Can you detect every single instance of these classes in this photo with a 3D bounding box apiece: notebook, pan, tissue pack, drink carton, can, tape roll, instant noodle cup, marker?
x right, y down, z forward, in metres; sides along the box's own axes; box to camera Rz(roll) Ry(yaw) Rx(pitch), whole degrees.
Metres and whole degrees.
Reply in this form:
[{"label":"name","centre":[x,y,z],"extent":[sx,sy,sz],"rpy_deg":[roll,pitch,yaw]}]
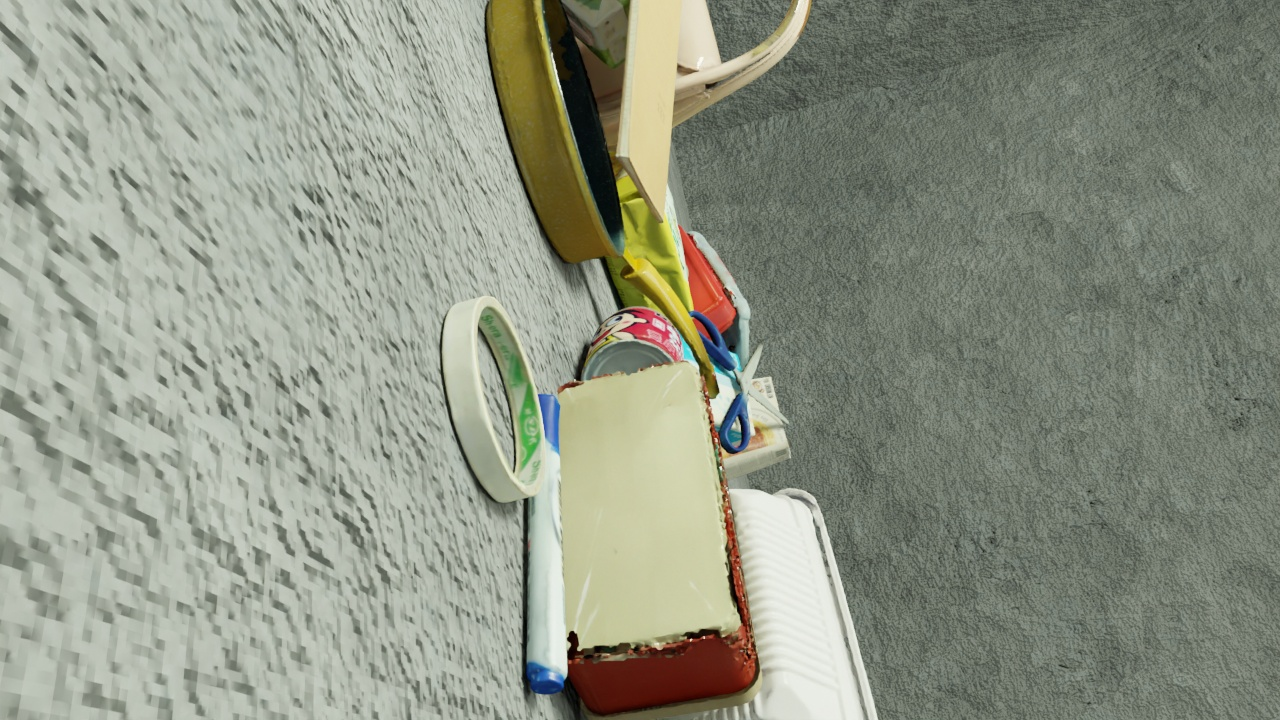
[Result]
[{"label":"notebook","centre":[0.010,-0.224,0.672],"extent":[0.149,0.012,0.211],"rpy_deg":[34,59,-76]},{"label":"pan","centre":[-0.016,-0.105,0.685],"extent":[0.197,0.078,0.358],"rpy_deg":[-92,166,-56]},{"label":"tissue pack","centre":[0.045,0.029,0.841],"extent":[0.140,0.063,0.090],"rpy_deg":[18,55,-49]},{"label":"drink carton","centre":[-0.052,-0.286,0.718],"extent":[0.122,0.045,0.053],"rpy_deg":[49,-3,23]},{"label":"can","centre":[-0.004,0.004,0.621],"extent":[0.093,0.066,0.066],"rpy_deg":[-81,156,-72]},{"label":"tape roll","centre":[-0.059,0.016,0.381],"extent":[0.085,0.014,0.086],"rpy_deg":[-13,89,-83]},{"label":"instant noodle cup","centre":[0.037,0.145,0.478],"extent":[0.060,0.138,0.173],"rpy_deg":[43,26,-35]},{"label":"marker","centre":[-0.041,0.073,0.398],"extent":[0.017,0.017,0.145],"rpy_deg":[69,10,-45]},{"label":"instant noodle cup","centre":[0.085,0.074,0.946],"extent":[0.116,0.124,0.116],"rpy_deg":[55,22,-72]}]

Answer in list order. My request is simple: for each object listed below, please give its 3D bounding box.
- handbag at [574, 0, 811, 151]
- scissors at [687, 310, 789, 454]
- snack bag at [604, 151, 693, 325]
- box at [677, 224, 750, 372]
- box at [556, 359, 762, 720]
[{"label":"handbag","centre":[0.030,-0.302,0.791],"extent":[0.093,0.234,0.193],"rpy_deg":[34,43,-78]},{"label":"scissors","centre":[0.090,0.023,0.839],"extent":[0.174,0.012,0.162],"rpy_deg":[43,37,-33]},{"label":"snack bag","centre":[-0.006,-0.156,0.907],"extent":[0.246,0.068,0.158],"rpy_deg":[-96,169,-47]},{"label":"box","centre":[0.064,-0.062,0.980],"extent":[0.098,0.095,0.201],"rpy_deg":[50,10,-33]},{"label":"box","centre":[0.003,0.075,0.441],"extent":[0.168,0.091,0.077],"rpy_deg":[-96,173,-48]}]
